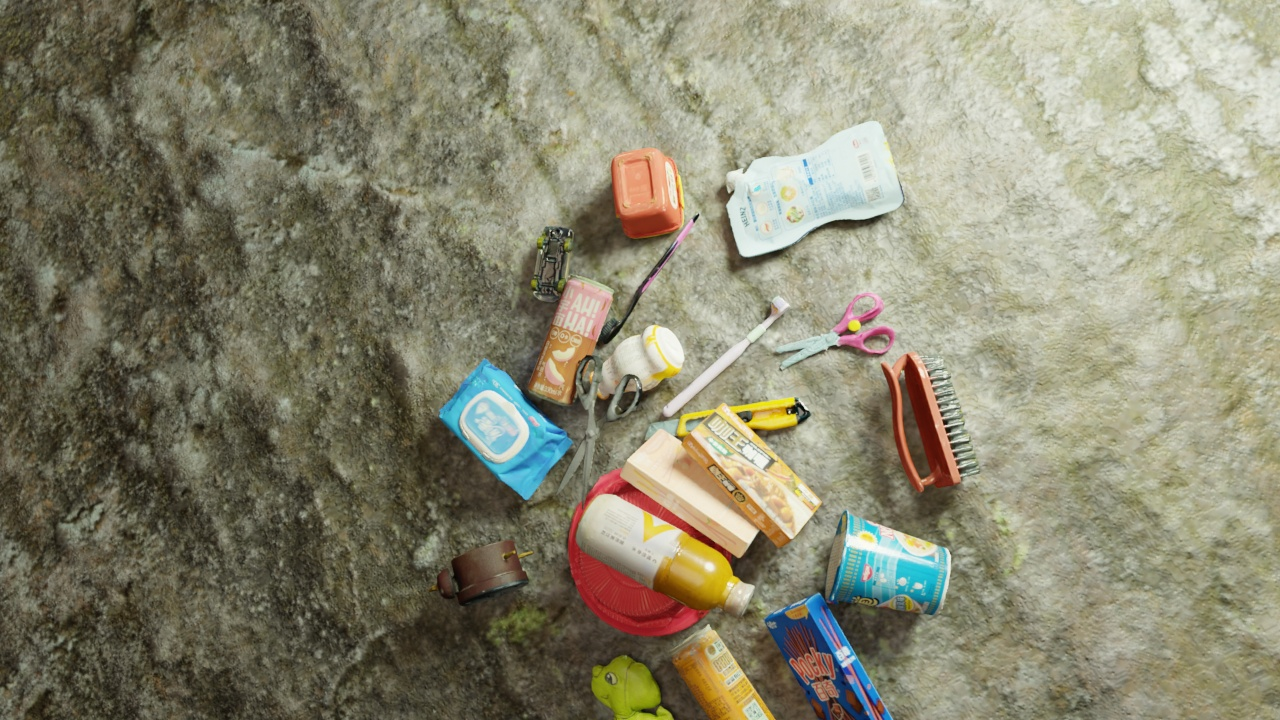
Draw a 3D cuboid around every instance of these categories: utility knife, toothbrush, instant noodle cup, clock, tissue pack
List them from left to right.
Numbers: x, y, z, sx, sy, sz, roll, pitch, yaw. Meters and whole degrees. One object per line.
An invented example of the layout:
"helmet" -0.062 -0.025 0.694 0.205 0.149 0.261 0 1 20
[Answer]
"clock" -0.185 0.248 1.053 0.122 0.082 0.055 -22 74 9
"tissue pack" -0.161 0.080 1.080 0.157 0.052 0.095 43 95 15
"instant noodle cup" 0.001 0.212 1.019 0.194 0.066 0.193 -2 83 15
"toothbrush" 0.010 -0.098 1.079 0.018 0.014 0.189 38 93 27
"toothbrush" 0.095 -0.002 1.044 0.189 0.029 0.021 -44 113 7
"utility knife" 0.096 0.070 1.037 0.193 0.015 0.033 -10 79 14
"instant noodle cup" 0.255 0.215 0.947 0.110 0.099 0.099 13 87 6

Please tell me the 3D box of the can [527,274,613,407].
"can" -0.081 -0.022 1.069 0.058 0.058 0.147 20 89 15

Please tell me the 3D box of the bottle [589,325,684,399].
"bottle" -0.006 0.006 1.046 0.109 0.063 0.063 -28 77 23

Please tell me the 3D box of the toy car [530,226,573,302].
"toy car" -0.103 -0.114 1.097 0.042 0.035 0.090 8 86 16

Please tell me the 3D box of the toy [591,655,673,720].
"toy" -0.009 0.378 1.020 0.097 0.031 0.100 3 89 14

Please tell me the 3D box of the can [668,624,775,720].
"can" 0.093 0.360 0.983 0.058 0.058 0.146 -37 77 7

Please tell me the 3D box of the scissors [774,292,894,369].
"scissors" 0.217 -0.015 1.020 0.138 0.017 0.077 -31 86 13

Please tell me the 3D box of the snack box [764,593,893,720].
"snack box" 0.196 0.326 0.951 0.026 0.085 0.157 -21 75 -33

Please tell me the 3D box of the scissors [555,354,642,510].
"scissors" -0.052 0.076 1.029 0.171 0.014 0.159 -28 71 31

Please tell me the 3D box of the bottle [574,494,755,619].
"bottle" 0.025 0.205 0.945 0.189 0.068 0.068 26 90 15

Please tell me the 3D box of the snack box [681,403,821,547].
"snack box" 0.119 0.122 0.987 0.153 0.075 0.026 46 134 7

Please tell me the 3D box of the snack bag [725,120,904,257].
"snack bag" 0.190 -0.192 1.033 0.191 0.038 0.110 -18 85 13

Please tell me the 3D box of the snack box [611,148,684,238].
"snack box" 0.003 -0.194 1.056 0.082 0.080 0.091 -9 82 13

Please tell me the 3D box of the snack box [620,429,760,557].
"snack box" 0.063 0.142 1.000 0.157 0.084 0.026 32 123 14

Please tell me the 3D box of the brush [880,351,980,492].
"brush" 0.299 0.062 0.963 0.069 0.063 0.145 -13 79 -1
